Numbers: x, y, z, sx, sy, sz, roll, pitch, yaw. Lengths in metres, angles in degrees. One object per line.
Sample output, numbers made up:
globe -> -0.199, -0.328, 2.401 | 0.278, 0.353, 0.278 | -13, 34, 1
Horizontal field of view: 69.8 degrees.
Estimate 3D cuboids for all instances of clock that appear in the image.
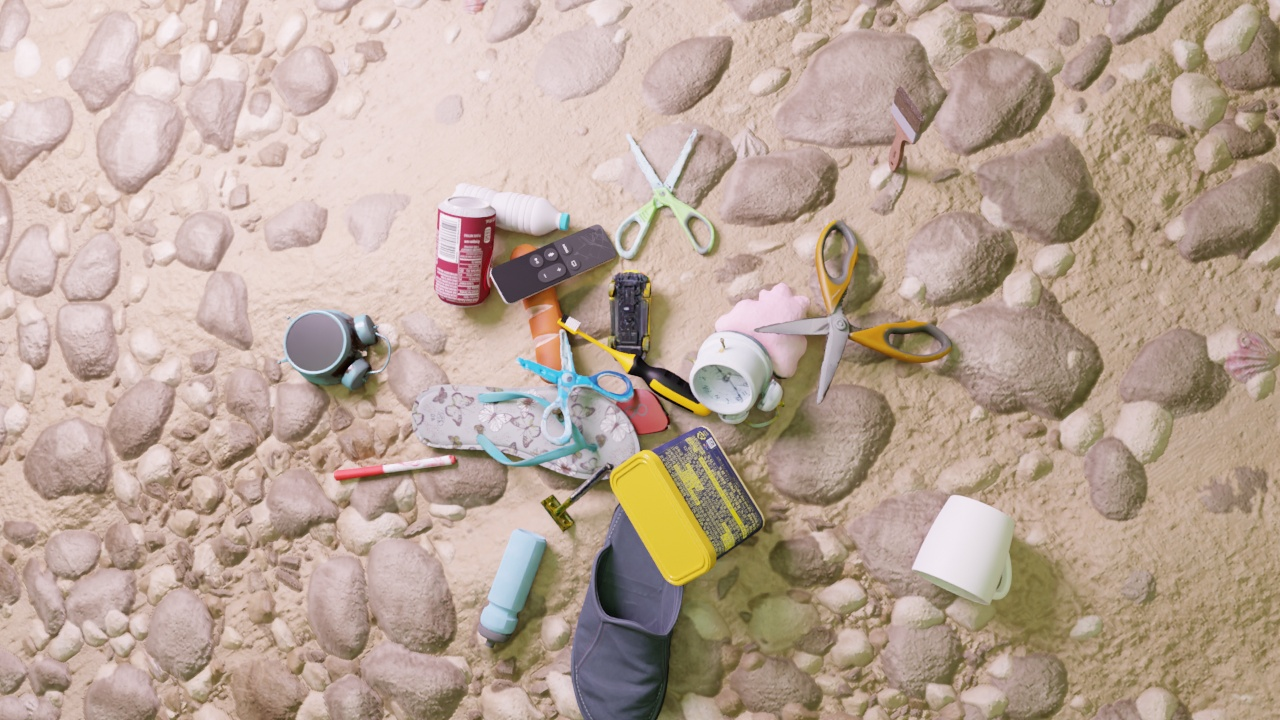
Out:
clock -> 0.105, 0.024, 0.986 | 0.083, 0.056, 0.117 | -28, 110, 39
clock -> -0.349, -0.014, 1.053 | 0.124, 0.053, 0.090 | 8, 84, 4

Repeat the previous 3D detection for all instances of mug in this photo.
mug -> 0.347, 0.200, 0.947 | 0.114, 0.081, 0.087 | 31, 79, -22

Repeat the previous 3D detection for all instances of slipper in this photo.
slipper -> -0.131, 0.069, 1.013 | 0.269, 0.054, 0.098 | 9, 86, 12
slipper -> -0.013, 0.272, 0.967 | 0.109, 0.083, 0.265 | 11, 86, 5

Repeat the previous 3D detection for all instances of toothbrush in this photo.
toothbrush -> -0.006, 0.006, 1.015 | 0.196, 0.031, 0.031 | 31, 120, -1

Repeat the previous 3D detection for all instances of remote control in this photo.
remote control -> -0.096, -0.109, 1.028 | 0.146, 0.008, 0.045 | -27, 85, -24

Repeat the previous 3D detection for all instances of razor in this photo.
razor -> -0.064, 0.141, 0.994 | 0.106, 0.026, 0.042 | -44, 78, 31

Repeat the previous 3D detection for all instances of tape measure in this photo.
tape measure -> 0.002, 0.057, 1.022 | 0.059, 0.019, 0.051 | -9, 82, 15

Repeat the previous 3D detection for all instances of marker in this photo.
marker -> -0.281, 0.122, 1.049 | 0.142, 0.013, 0.012 | -8, 82, 5

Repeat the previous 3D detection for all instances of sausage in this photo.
sausage -> -0.111, -0.053, 1.036 | 0.039, 0.044, 0.164 | -22, 78, 32

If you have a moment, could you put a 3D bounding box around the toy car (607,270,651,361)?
toy car -> -0.012, -0.048, 1.031 | 0.049, 0.030, 0.107 | 3, 97, 6

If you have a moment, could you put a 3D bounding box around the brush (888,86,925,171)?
brush -> 0.275, -0.233, 0.968 | 0.008, 0.143, 0.045 | -29, 72, 0

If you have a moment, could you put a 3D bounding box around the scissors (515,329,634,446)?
scissors -> -0.068, 0.028, 0.992 | 0.140, 0.011, 0.134 | 1, 65, -19

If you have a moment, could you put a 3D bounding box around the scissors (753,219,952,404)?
scissors -> 0.227, -0.054, 0.992 | 0.225, 0.016, 0.229 | 1, 69, -12

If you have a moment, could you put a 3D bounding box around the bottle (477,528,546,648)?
bottle -> -0.142, 0.251, 1.004 | 0.040, 0.040, 0.130 | 20, 85, 8

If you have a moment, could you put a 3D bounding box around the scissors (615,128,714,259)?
scissors -> 0.021, -0.188, 1.054 | 0.166, 0.024, 0.171 | -34, 79, 7

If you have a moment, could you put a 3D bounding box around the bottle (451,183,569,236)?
bottle -> -0.149, -0.171, 1.055 | 0.136, 0.044, 0.044 | 12, 84, 7

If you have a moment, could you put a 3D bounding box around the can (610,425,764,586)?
can -> 0.051, 0.147, 0.956 | 0.075, 0.104, 0.135 | -40, 77, 43

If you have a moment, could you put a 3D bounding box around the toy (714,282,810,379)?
toy -> 0.142, -0.039, 1.004 | 0.102, 0.050, 0.093 | 33, 83, 4

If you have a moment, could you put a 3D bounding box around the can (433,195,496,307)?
can -> -0.197, -0.122, 1.025 | 0.063, 0.063, 0.114 | 12, 114, 7
